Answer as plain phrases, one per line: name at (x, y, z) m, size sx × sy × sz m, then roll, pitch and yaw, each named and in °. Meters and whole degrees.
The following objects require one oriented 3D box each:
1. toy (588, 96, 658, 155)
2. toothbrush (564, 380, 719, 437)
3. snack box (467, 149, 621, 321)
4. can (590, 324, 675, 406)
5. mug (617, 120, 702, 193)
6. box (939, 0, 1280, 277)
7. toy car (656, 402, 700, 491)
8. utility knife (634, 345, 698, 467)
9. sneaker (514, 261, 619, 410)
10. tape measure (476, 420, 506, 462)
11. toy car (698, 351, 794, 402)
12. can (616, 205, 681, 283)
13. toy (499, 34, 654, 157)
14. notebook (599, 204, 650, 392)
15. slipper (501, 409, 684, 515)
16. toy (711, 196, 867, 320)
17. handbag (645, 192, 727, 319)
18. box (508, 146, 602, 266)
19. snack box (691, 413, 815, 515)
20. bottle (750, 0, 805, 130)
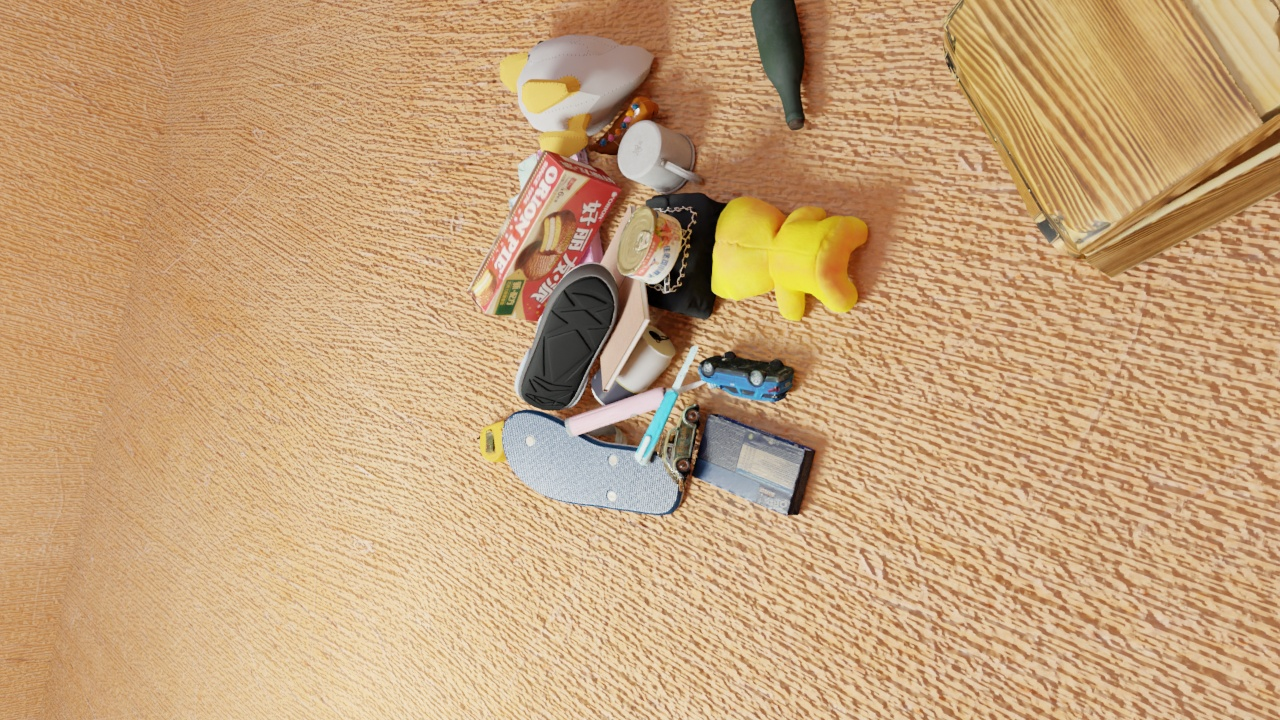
toy at (-0.024, -0.319, 1.254) m, size 0.070 × 0.102 × 0.090 m, roll 55°, pitch 143°, yaw 14°
toothbrush at (0.005, 0.055, 1.182) m, size 0.223 × 0.027 × 0.026 m, roll -19°, pitch 80°, yaw 18°
snack box at (-0.135, -0.167, 1.279) m, size 0.060 × 0.113 × 0.237 m, roll 48°, pitch 115°, yaw 34°
can at (-0.007, 0.007, 1.213) m, size 0.128 × 0.064 × 0.064 m, roll -48°, pitch 55°, yaw 26°
mug at (0.029, -0.266, 1.221) m, size 0.113 × 0.070 × 0.084 m, roll 40°, pitch 109°, yaw 40°
box at (0.424, -0.253, 0.800) m, size 0.248 × 0.175 × 0.279 m, roll -35°, pitch 63°, yaw 35°
toy car at (0.046, 0.105, 1.142) m, size 0.047 × 0.047 × 0.111 m, roll 11°, pitch 73°, yaw 6°
utility knife at (0.035, 0.057, 1.153) m, size 0.022 × 0.015 × 0.169 m, roll 34°, pitch 104°, yaw 30°
sneaker at (-0.095, -0.062, 1.241) m, size 0.160 × 0.093 × 0.257 m, roll -88°, pitch 19°, yaw -48°
tape measure at (-0.222, 0.127, 1.410) m, size 0.068 × 0.030 × 0.058 m, roll -19°, pitch 69°, yaw 39°
toy car at (0.125, 0.020, 1.099) m, size 0.120 × 0.056 × 0.044 m, roll 13°, pitch 115°, yaw 37°
can at (0.009, -0.137, 1.092) m, size 0.086 × 0.043 × 0.086 m, roll -37°, pitch 45°, yaw 48°
toy at (-0.101, -0.400, 1.313) m, size 0.247 × 0.141 × 0.266 m, roll -11°, pitch 38°, yaw 13°
notebook at (-0.028, -0.083, 1.194) m, size 0.142 × 0.008 × 0.208 m, roll 121°, pitch 152°, yaw -43°
slipper at (-0.063, 0.142, 1.249) m, size 0.295 × 0.060 × 0.118 m, roll 11°, pitch 96°, yaw 29°
toy at (0.161, -0.119, 1.068) m, size 0.194 × 0.087 × 0.134 m, roll 18°, pitch 99°, yaw 41°
handbag at (0.033, -0.138, 1.168) m, size 0.125 × 0.114 × 0.154 m, roll 13°, pitch 95°, yaw 43°
box at (-0.133, -0.212, 1.380) m, size 0.160 × 0.035 × 0.230 m, roll -22°, pitch 69°, yaw 37°
snack box at (0.132, 0.123, 1.094) m, size 0.150 × 0.027 × 0.082 m, roll 20°, pitch 98°, yaw 43°
bottle at (0.175, -0.361, 1.116) m, size 0.055 × 0.055 × 0.174 m, roll -20°, pitch 72°, yaw 38°
